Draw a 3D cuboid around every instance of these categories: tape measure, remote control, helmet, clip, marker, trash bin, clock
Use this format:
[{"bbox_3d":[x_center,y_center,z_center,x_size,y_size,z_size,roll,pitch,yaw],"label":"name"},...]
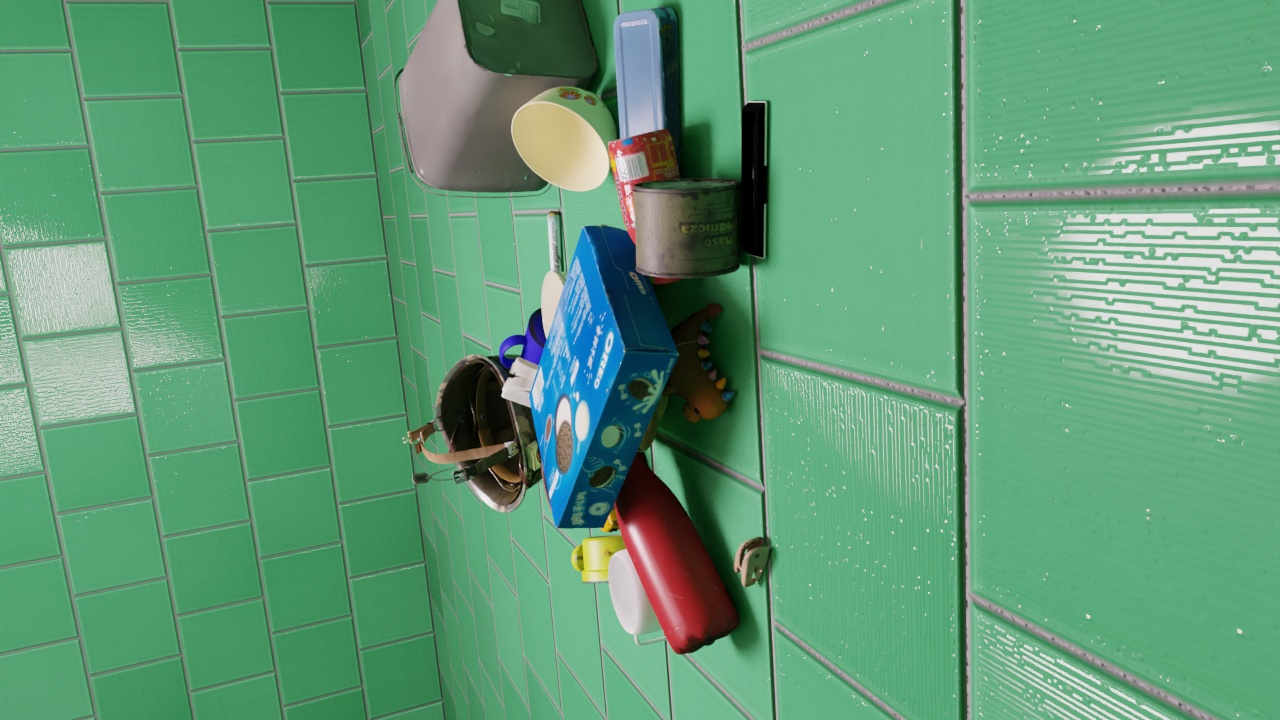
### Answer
[{"bbox_3d":[-0.043,0.189,1.177,0.059,0.030,0.068,120,137,-54],"label":"tape measure"},{"bbox_3d":[0.091,-0.146,0.745,0.028,0.011,0.124,-147,52,-62],"label":"remote control"},{"bbox_3d":[-0.206,0.103,1.272,0.193,0.235,0.224,9,97,43],"label":"helmet"},{"bbox_3d":[0.099,0.181,0.837,0.049,0.025,0.061,-148,45,-67],"label":"clip"},{"bbox_3d":[-0.106,0.045,1.124,0.151,0.125,0.089,175,115,-82],"label":"clip"},{"bbox_3d":[-0.115,-0.130,1.251,0.017,0.017,0.146,-148,52,-62],"label":"marker"},{"bbox_3d":[-0.171,-0.335,1.098,0.221,0.197,0.197,-41,58,58],"label":"trash bin"},{"bbox_3d":[-0.036,0.240,1.109,0.119,0.083,0.057,155,111,-64],"label":"clock"}]

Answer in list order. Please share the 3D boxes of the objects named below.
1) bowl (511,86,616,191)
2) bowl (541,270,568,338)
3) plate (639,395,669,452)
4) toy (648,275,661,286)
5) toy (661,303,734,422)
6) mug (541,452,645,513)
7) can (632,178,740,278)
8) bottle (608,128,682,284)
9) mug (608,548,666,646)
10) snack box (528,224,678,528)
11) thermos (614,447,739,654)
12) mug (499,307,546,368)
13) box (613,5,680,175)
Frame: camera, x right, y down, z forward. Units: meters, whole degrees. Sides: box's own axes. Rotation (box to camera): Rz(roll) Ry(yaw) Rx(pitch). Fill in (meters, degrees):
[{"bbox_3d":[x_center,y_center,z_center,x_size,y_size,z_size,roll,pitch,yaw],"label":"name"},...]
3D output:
[{"bbox_3d":[-0.072,-0.256,1.009,0.073,0.118,0.118,-62,1,-32],"label":"bowl"},{"bbox_3d":[-0.074,-0.055,1.117,0.115,0.062,0.115,171,90,-68],"label":"bowl"},{"bbox_3d":[-0.006,0.006,1.001,0.185,0.036,0.184,166,90,-68],"label":"plate"},{"bbox_3d":[-0.004,-0.103,0.966,0.094,0.036,0.094,55,142,36],"label":"toy"},{"bbox_3d":[0.060,0.003,0.852,0.090,0.070,0.103,54,125,27],"label":"toy"},{"bbox_3d":[-0.056,0.121,1.083,0.096,0.110,0.123,17,114,61],"label":"mug"},{"bbox_3d":[0.039,-0.113,0.780,0.090,0.089,0.075,-148,53,-62],"label":"can"},{"bbox_3d":[0.012,-0.140,0.847,0.062,0.062,0.137,20,124,66],"label":"bottle"},{"bbox_3d":[0.012,0.261,1.016,0.094,0.068,0.116,-155,59,-64],"label":"mug"},{"bbox_3d":[-0.047,0.017,0.907,0.195,0.056,0.239,-109,32,-46],"label":"snack box"},{"bbox_3d":[0.017,0.174,0.934,0.239,0.073,0.073,63,153,24],"label":"thermos"},{"bbox_3d":[-0.129,-0.016,1.202,0.084,0.111,0.079,111,149,-51],"label":"mug"},{"bbox_3d":[0.019,-0.230,0.886,0.067,0.052,0.210,13,114,43],"label":"box"}]
